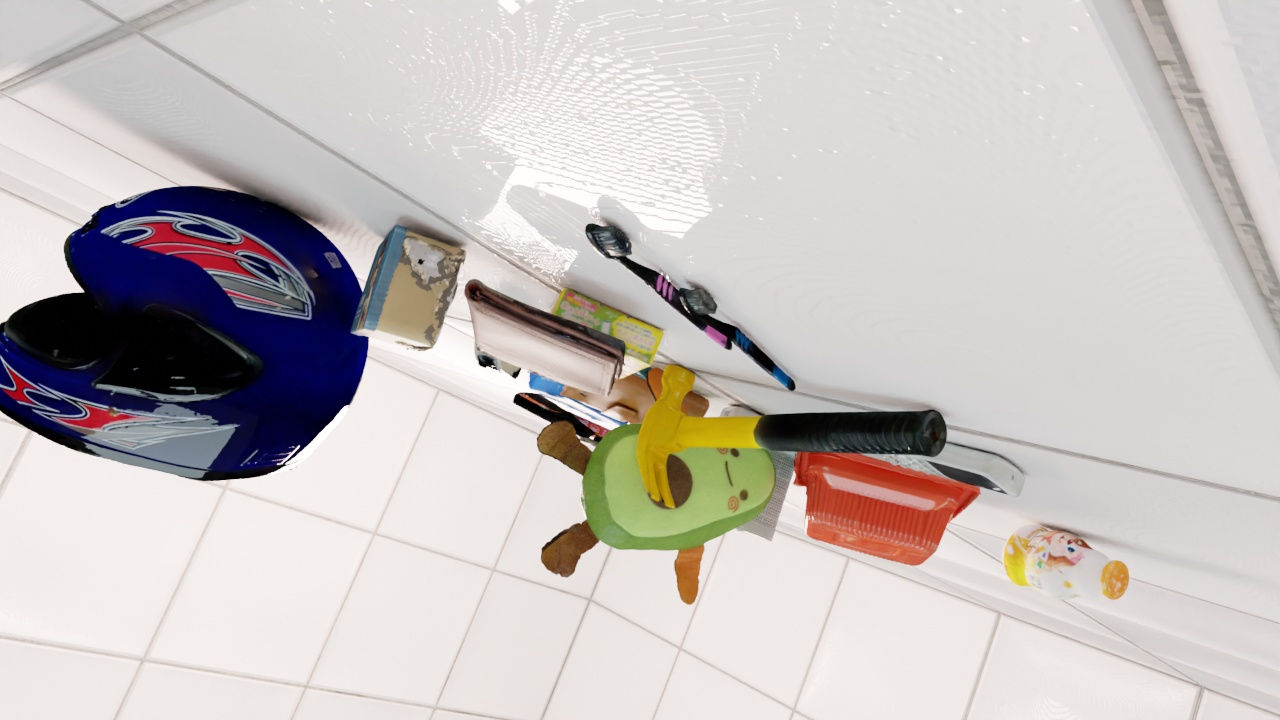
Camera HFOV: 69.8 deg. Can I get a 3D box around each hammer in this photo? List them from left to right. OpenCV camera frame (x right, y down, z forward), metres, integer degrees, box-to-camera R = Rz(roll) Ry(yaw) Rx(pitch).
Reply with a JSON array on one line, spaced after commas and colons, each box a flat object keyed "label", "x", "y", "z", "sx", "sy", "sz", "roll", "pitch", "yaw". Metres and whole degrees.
[{"label": "hammer", "x": 0.100, "y": 0.057, "z": 0.721, "sx": 0.033, "sy": 0.128, "sz": 0.301, "roll": 31, "pitch": 158, "yaw": -33}]

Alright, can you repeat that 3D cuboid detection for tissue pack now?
[{"label": "tissue pack", "x": -0.068, "y": 0.033, "z": 1.082, "sx": 0.095, "sy": 0.052, "sz": 0.157, "roll": 29, "pitch": 169, "yaw": -26}]

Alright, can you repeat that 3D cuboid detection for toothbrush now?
[{"label": "toothbrush", "x": 0.021, "y": -0.041, "z": 0.569, "sx": 0.018, "sy": 0.014, "sz": 0.189, "roll": 2, "pitch": 162, "yaw": 32}, {"label": "toothbrush", "x": 0.073, "y": -0.010, "z": 0.620, "sx": 0.016, "sy": 0.014, "sz": 0.189, "roll": -10, "pitch": 156, "yaw": 28}]

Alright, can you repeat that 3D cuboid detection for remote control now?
[{"label": "remote control", "x": 0.147, "y": 0.080, "z": 0.938, "sx": 0.136, "sy": 0.020, "sz": 0.056, "roll": 25, "pitch": 169, "yaw": -12}, {"label": "remote control", "x": 0.226, "y": 0.077, "z": 0.730, "sx": 0.150, "sy": 0.021, "sz": 0.058, "roll": 14, "pitch": 168, "yaw": 47}]

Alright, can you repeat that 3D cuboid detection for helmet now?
[{"label": "helmet", "x": -0.412, "y": -0.042, "z": 0.848, "sx": 0.315, "sy": 0.241, "sz": 0.247, "roll": 15, "pitch": -165, "yaw": -12}]

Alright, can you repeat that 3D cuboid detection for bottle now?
[{"label": "bottle", "x": 0.394, "y": 0.191, "z": 0.853, "sx": 0.063, "sy": 0.063, "sz": 0.108, "roll": 27, "pitch": 170, "yaw": -26}]

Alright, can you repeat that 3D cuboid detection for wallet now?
[{"label": "wallet", "x": -0.071, "y": -0.015, "z": 0.693, "sx": 0.124, "sy": 0.032, "sz": 0.101, "roll": 21, "pitch": 163, "yaw": 2}, {"label": "wallet", "x": -0.008, "y": 0.038, "z": 0.967, "sx": 0.131, "sy": 0.031, "sz": 0.108, "roll": 26, "pitch": 152, "yaw": -16}]

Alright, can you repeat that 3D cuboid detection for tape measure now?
[{"label": "tape measure", "x": -0.132, "y": -0.019, "z": 0.887, "sx": 0.033, "sy": 0.065, "sz": 0.066, "roll": 15, "pitch": 171, "yaw": 17}]

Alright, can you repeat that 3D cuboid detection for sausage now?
[{"label": "sausage", "x": -0.067, "y": 0.080, "z": 1.118, "sx": 0.156, "sy": 0.020, "sz": 0.020, "roll": 24, "pitch": 171, "yaw": -12}]

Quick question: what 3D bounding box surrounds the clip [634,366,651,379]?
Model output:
[{"label": "clip", "x": -0.004, "y": 0.005, "z": 0.894, "sx": 0.034, "sy": 0.013, "sz": 0.054, "roll": 17, "pitch": 167, "yaw": 37}]

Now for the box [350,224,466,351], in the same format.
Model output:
[{"label": "box", "x": -0.199, "y": -0.056, "z": 0.767, "sx": 0.061, "sy": 0.089, "sz": 0.184, "roll": 19, "pitch": 171, "yaw": -22}]

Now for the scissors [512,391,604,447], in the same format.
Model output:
[{"label": "scissors", "x": -0.050, "y": 0.082, "z": 1.013, "sx": 0.221, "sy": 0.021, "sz": 0.234, "roll": 25, "pitch": 179, "yaw": 21}]

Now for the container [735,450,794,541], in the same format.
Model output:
[{"label": "container", "x": 0.111, "y": 0.127, "z": 1.009, "sx": 0.090, "sy": 0.111, "sz": 0.090, "roll": 24, "pitch": 171, "yaw": -17}]

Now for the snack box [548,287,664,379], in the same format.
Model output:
[{"label": "snack box", "x": -0.038, "y": -0.019, "z": 0.769, "sx": 0.087, "sy": 0.033, "sz": 0.140, "roll": 24, "pitch": 168, "yaw": -8}]

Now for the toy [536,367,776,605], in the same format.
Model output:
[{"label": "toy", "x": 0.023, "y": 0.119, "z": 0.877, "sx": 0.246, "sy": 0.227, "sz": 0.090, "roll": -6, "pitch": 179, "yaw": -19}]

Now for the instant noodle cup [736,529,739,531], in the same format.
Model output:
[{"label": "instant noodle cup", "x": 0.099, "y": 0.134, "z": 1.133, "sx": 0.120, "sy": 0.111, "sz": 0.111, "roll": 31, "pitch": 170, "yaw": -7}]

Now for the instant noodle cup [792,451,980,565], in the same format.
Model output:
[{"label": "instant noodle cup", "x": 0.222, "y": 0.140, "z": 0.876, "sx": 0.164, "sy": 0.079, "sz": 0.189, "roll": 13, "pitch": 164, "yaw": 14}]
